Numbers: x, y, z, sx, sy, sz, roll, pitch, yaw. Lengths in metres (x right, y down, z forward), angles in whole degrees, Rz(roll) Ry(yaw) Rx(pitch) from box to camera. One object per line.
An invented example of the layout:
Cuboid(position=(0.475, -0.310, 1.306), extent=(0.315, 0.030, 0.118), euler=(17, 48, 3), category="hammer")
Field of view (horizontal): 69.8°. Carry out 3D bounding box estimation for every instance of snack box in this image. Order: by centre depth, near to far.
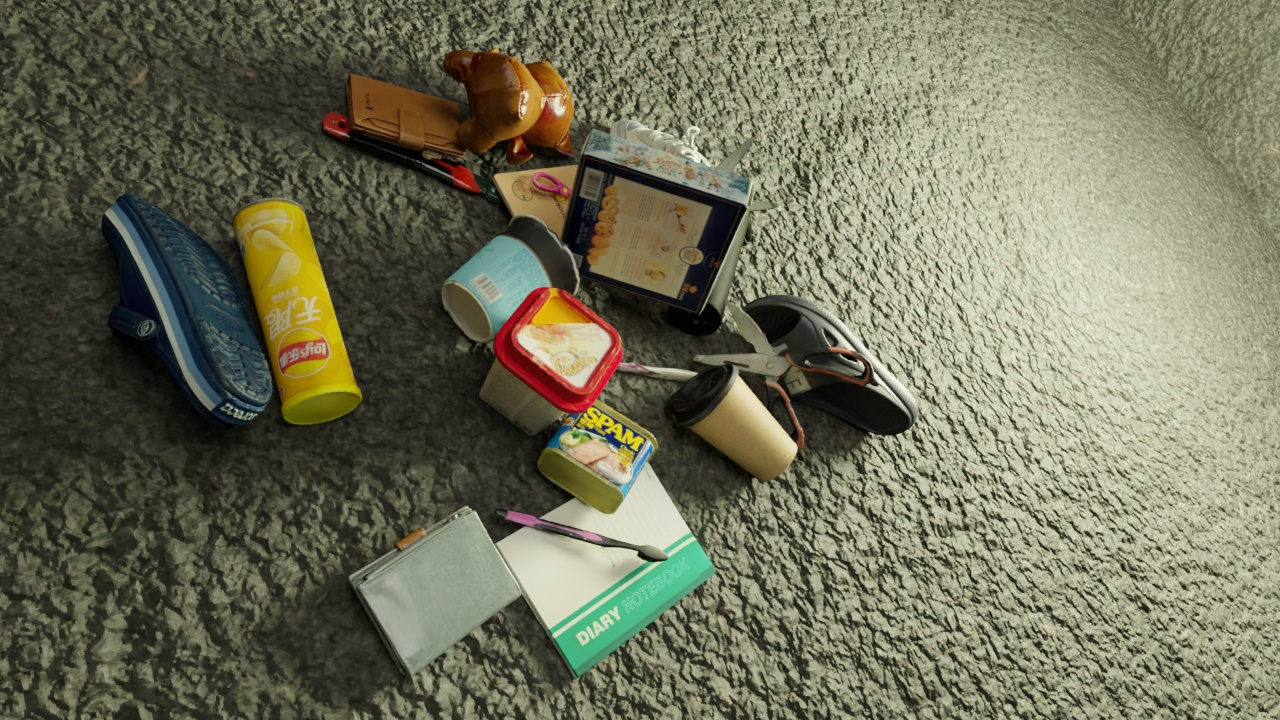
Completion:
Cuboid(position=(0.009, -0.146, 1.009), extent=(0.182, 0.178, 0.045), euler=(17, 51, -4), category="snack box")

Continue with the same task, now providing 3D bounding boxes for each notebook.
Cuboid(position=(-0.030, 0.205, 0.941), extent=(0.208, 0.012, 0.150), euler=(-26, 79, -40), category="notebook")
Cuboid(position=(-0.068, -0.179, 1.138), extent=(0.207, 0.008, 0.147), euler=(-18, 75, -42), category="notebook")

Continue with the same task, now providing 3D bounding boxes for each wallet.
Cuboid(position=(-0.185, 0.204, 0.830), extent=(0.129, 0.037, 0.106), euler=(-31, 92, -39), category="wallet")
Cuboid(position=(-0.271, -0.280, 1.060), extent=(0.131, 0.031, 0.107), euler=(9, 43, -28), category="wallet")

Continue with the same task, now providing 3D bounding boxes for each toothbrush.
Cuboid(position=(-0.058, 0.177, 0.924), extent=(0.189, 0.018, 0.014), euler=(19, 54, -18), category="toothbrush")
Cuboid(position=(-0.006, 0.006, 1.072), extent=(0.187, 0.016, 0.017), euler=(9, 49, -26), category="toothbrush")

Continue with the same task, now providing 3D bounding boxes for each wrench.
Cuboid(position=(-0.234, -0.221, 1.069), extent=(0.273, 0.016, 0.056), euler=(24, 52, -18), category="wrench")

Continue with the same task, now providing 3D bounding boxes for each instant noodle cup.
Cuboid(position=(-0.099, 0.007, 0.942), extent=(0.116, 0.124, 0.116), euler=(38, 49, -6), category="instant noodle cup")
Cuboid(position=(-0.146, -0.081, 0.989), extent=(0.111, 0.111, 0.120), euler=(47, 58, 2), category="instant noodle cup")

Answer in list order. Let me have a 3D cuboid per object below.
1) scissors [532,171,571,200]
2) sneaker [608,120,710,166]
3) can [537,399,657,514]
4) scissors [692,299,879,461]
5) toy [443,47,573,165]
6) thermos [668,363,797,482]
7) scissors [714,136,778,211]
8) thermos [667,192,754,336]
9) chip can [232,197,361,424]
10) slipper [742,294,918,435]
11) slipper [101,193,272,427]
Cuboid(position=(-0.072, -0.194, 1.129), extent=(0.133, 0.017, 0.134), euler=(6, 57, -38), category="scissors")
Cuboid(position=(0.036, -0.254, 1.168), extent=(0.089, 0.091, 0.242), euler=(-3, 45, -38), category="sneaker")
Cuboid(position=(-0.045, 0.098, 0.953), extent=(0.102, 0.057, 0.083), euler=(32, 47, 2), category="can")
Cuboid(position=(0.175, 0.014, 1.106), extent=(0.223, 0.189, 0.015), euler=(61, 10, -10), category="scissors")
Cuboid(position=(-0.150, -0.305, 1.101), extent=(0.199, 0.131, 0.140), euler=(-25, 109, -58), category="toy")
Cuboid(position=(0.110, 0.072, 1.061), extent=(0.143, 0.093, 0.092), euler=(44, 49, -13), category="thermos")
Cuboid(position=(0.045, -0.182, 1.094), extent=(0.232, 0.221, 0.021), euler=(30, 14, 22), category="scissors")
Cuboid(position=(0.104, -0.134, 1.194), extent=(0.090, 0.069, 0.241), euler=(47, 45, -29), category="thermos")
Cuboid(position=(-0.327, -0.048, 0.870), extent=(0.072, 0.072, 0.213), euler=(-9, 68, -35), category="chip can")
Cuboid(position=(0.235, 0.020, 1.152), extent=(0.268, 0.111, 0.083), euler=(39, 52, -10), category="slipper")
Cuboid(position=(-0.406, -0.035, 0.806), extent=(0.095, 0.105, 0.252), euler=(-37, 66, 0), category="slipper")
